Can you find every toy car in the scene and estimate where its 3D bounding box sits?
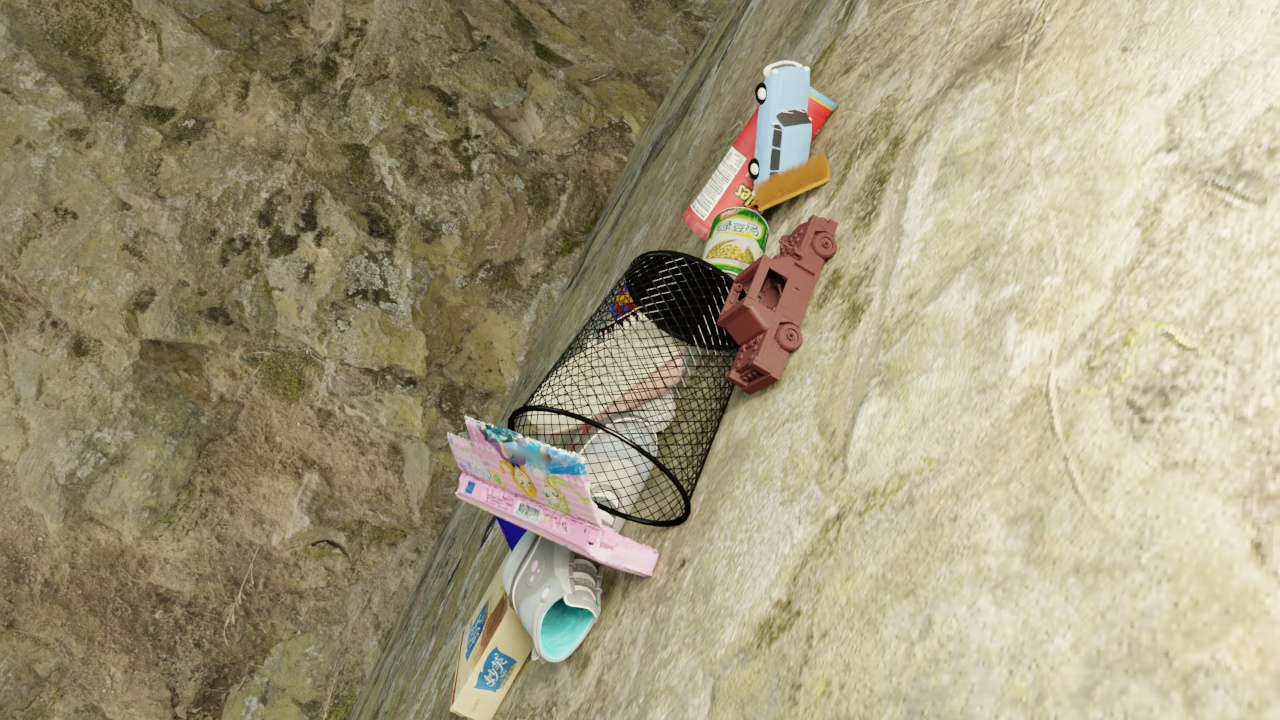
[{"bbox_3d":[0.160,-0.253,1.024,0.055,0.056,0.154,36,132,47],"label":"toy car"},{"bbox_3d":[0.119,-0.058,0.828,0.169,0.062,0.070,-66,12,-23],"label":"toy car"}]

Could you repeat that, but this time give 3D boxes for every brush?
[{"bbox_3d":[0.144,-0.186,0.998,0.127,0.017,0.048,-21,30,25],"label":"brush"}]

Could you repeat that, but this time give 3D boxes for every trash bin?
[{"bbox_3d":[0.007,0.019,0.876,0.209,0.184,0.184,-60,9,-28],"label":"trash bin"}]

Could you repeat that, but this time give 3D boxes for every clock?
[{"bbox_3d":[-0.013,-0.030,1.252,0.155,0.065,0.114,-27,4,27],"label":"clock"}]

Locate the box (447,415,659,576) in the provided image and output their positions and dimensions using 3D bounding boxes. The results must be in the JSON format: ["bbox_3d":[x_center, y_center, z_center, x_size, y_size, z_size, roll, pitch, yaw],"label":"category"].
[{"bbox_3d":[-0.103,0.132,0.871,0.231,0.161,0.061,13,56,44],"label":"box"}]

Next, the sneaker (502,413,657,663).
[{"bbox_3d":[-0.049,0.184,0.956,0.257,0.093,0.160,-59,19,4],"label":"sneaker"}]

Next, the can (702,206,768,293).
[{"bbox_3d":[0.102,-0.112,1.025,0.068,0.067,0.120,-50,15,45],"label":"can"}]

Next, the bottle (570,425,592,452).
[{"bbox_3d":[-0.069,0.147,1.171,0.062,0.062,0.137,-48,17,51],"label":"bottle"}]

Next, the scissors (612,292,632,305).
[{"bbox_3d":[0.044,-0.104,1.227,0.175,0.016,0.225,-19,4,-11],"label":"scissors"}]

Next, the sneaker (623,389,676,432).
[{"bbox_3d":[-0.021,0.055,1.136,0.089,0.087,0.235,-33,28,-12],"label":"sneaker"}]

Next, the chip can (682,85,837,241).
[{"bbox_3d":[0.143,-0.240,1.118,0.214,0.087,0.087,-56,12,21],"label":"chip can"}]

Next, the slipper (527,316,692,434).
[{"bbox_3d":[-0.006,0.006,1.053,0.274,0.054,0.114,-34,35,-4],"label":"slipper"}]

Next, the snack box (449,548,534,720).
[{"bbox_3d":[-0.182,0.349,1.190,0.153,0.055,0.207,-60,11,5],"label":"snack box"}]

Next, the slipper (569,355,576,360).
[{"bbox_3d":[-0.076,0.020,1.452,0.093,0.081,0.196,-54,8,25],"label":"slipper"}]

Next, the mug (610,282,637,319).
[{"bbox_3d":[0.007,-0.080,1.402,0.076,0.075,0.111,-52,40,40],"label":"mug"}]

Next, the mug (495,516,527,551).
[{"bbox_3d":[-0.131,0.206,1.213,0.111,0.083,0.079,-21,11,6],"label":"mug"}]
